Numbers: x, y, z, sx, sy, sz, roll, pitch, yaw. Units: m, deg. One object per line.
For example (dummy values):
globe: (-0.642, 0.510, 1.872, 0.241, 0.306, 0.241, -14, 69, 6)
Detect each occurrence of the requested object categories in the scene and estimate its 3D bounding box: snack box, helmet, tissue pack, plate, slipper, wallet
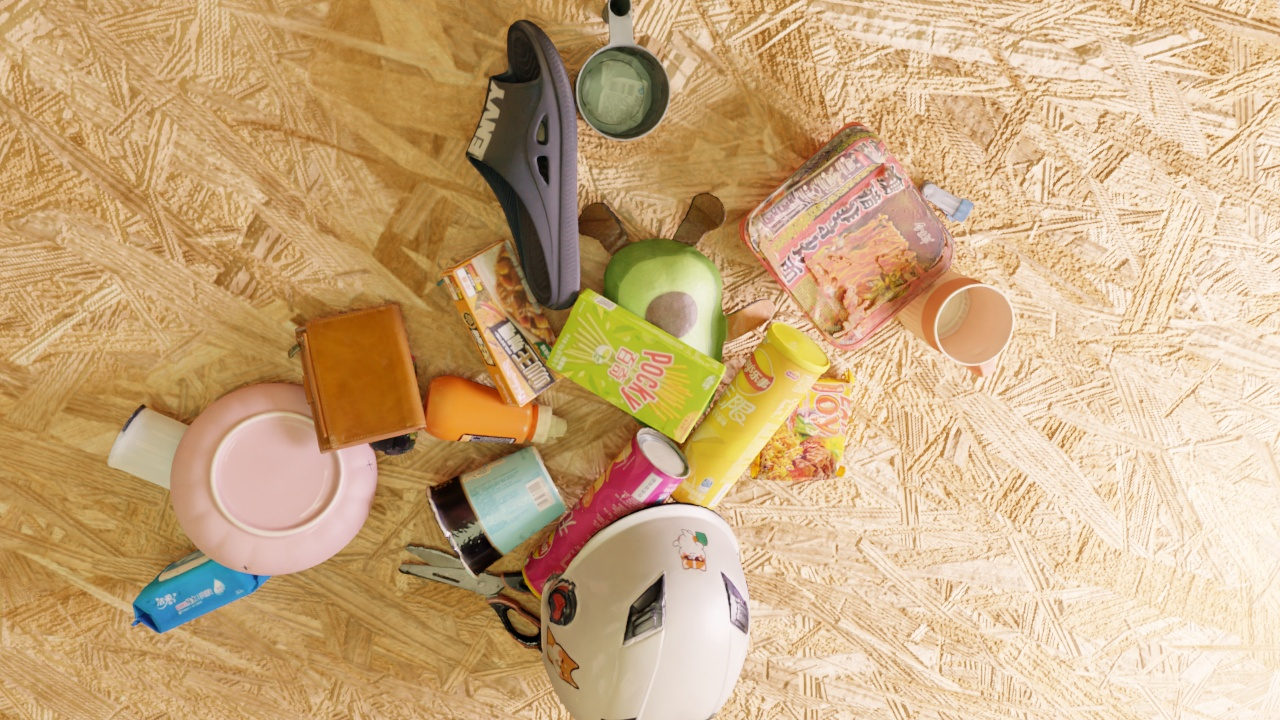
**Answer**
snack box: (-0.005, 0.005, 0.885, 0.156, 0.026, 0.086, 30, 115, 2)
helmet: (0.017, 0.294, 0.942, 0.229, 0.156, 0.275, 5, 126, -27)
snack box: (-0.133, -0.036, 0.918, 0.075, 0.026, 0.154, -37, 112, -36)
tissue pack: (-0.437, 0.218, 0.945, 0.157, 0.095, 0.052, -24, 102, 0)
plate: (-0.355, 0.113, 0.900, 0.192, 0.039, 0.192, 6, 75, -21)
slipper: (-0.110, -0.172, 0.848, 0.083, 0.111, 0.268, -13, 110, -25)
wallet: (-0.283, 0.018, 0.903, 0.119, 0.035, 0.130, -14, 81, -6)

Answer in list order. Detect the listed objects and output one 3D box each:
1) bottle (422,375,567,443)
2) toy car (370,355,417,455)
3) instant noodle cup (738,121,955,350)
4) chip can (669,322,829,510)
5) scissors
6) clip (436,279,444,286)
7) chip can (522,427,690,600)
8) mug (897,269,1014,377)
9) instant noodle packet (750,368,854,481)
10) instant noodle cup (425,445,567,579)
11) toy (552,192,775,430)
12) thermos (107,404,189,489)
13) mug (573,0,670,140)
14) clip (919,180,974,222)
bottle: (-0.148, 0.058, 0.951, 0.149, 0.066, 0.067, 12, 105, -18)
toy car: (-0.254, 0.045, 0.944, 0.049, 0.031, 0.106, 0, 96, -2)
instant noodle cup: (0.206, -0.123, 0.926, 0.164, 0.079, 0.189, -40, 107, 6)
chip can: (0.106, 0.063, 0.950, 0.072, 0.072, 0.214, 27, 115, -14)
scissors: (-0.164, 0.266, 1.032, 0.201, 0.015, 0.206, -17, 109, -1)
clip: (-0.177, -0.086, 0.926, 0.033, 0.013, 0.054, 39, 101, -17)
chip can: (-0.038, 0.168, 0.967, 0.071, 0.071, 0.211, 34, 112, -15)
mug: (0.329, -0.037, 0.952, 0.082, 0.106, 0.114, -32, 108, 3)
instant noodle packet: (0.179, 0.071, 1.001, 0.110, 0.044, 0.128, 1, 106, -11)
instant noodle cup: (-0.145, 0.150, 0.960, 0.120, 0.111, 0.111, -29, 108, -7)
toy: (0.023, -0.042, 0.924, 0.227, 0.090, 0.247, -8, 104, 2)
thermos: (-0.413, 0.125, 0.932, 0.224, 0.073, 0.073, 27, 102, -14)
mug: (-0.021, -0.267, 0.842, 0.083, 0.103, 0.124, -3, 106, -6)
clip: (0.316, -0.167, 0.958, 0.058, 0.042, 0.026, 28, 103, -11)
